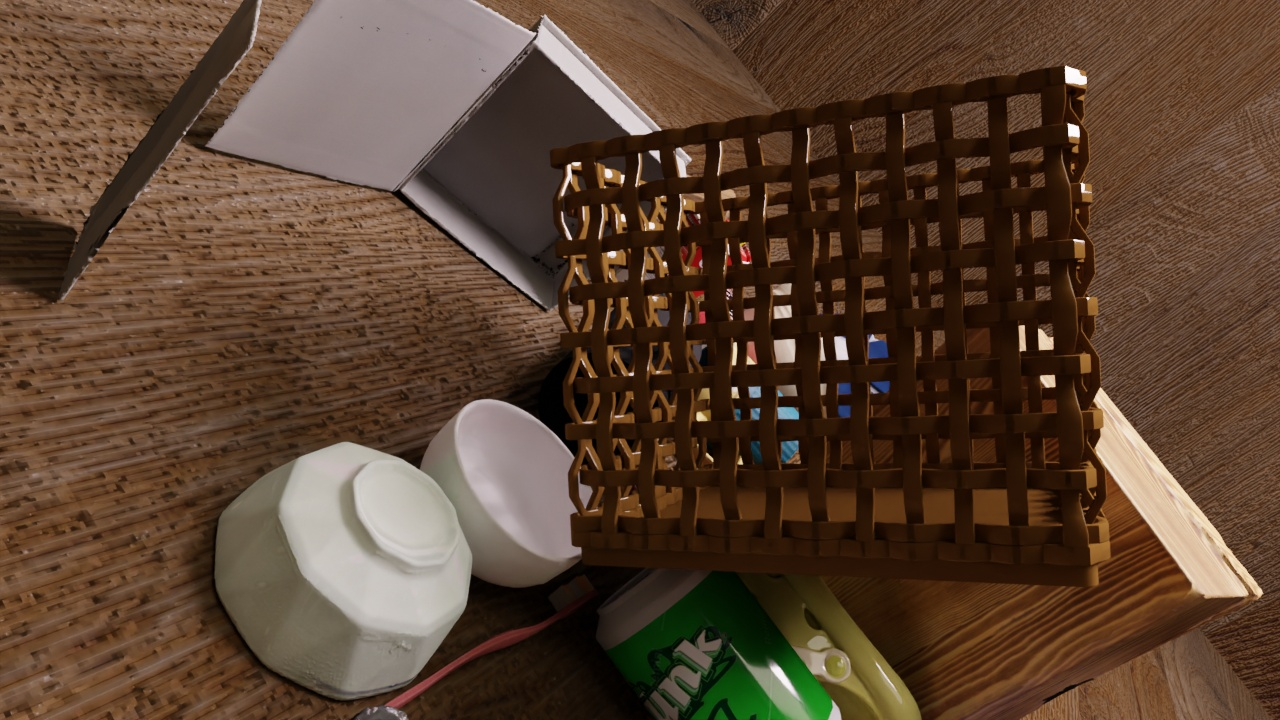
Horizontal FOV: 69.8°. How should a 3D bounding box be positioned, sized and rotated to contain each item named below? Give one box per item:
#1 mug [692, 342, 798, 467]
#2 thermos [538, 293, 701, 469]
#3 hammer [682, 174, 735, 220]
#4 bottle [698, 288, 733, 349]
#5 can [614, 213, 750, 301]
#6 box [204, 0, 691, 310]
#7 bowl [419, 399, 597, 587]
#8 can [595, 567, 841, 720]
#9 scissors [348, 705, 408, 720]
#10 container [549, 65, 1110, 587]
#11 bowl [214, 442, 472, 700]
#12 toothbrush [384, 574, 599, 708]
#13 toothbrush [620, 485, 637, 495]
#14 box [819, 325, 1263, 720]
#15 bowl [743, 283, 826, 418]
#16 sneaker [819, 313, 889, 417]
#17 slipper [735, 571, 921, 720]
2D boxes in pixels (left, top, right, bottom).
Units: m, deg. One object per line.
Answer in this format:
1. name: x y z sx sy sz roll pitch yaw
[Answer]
1. mug: 0.077 0.054 0.801 0.107 0.083 0.113 47 45 -14
2. thermos: -0.004 0.004 0.708 0.086 0.086 0.198 48 23 -4
3. hammer: -0.062 -0.192 0.809 0.305 0.040 0.132 21 35 -3
4. bottle: 0.067 -0.048 0.945 0.062 0.062 0.176 38 26 -26
5. can: 0.034 -0.090 0.878 0.086 0.117 0.086 39 26 -23
6. box: -0.170 -0.191 0.603 0.478 0.167 0.119 25 34 -44
7. bowl: -0.078 0.078 0.508 0.105 0.054 0.104 40 23 -21
8. can: 0.044 0.180 0.526 0.140 0.088 0.087 53 24 7
9. scissors: -0.101 0.199 0.333 0.162 0.013 0.154 7 54 -58
10. container: 0.113 -0.010 0.520 0.219 0.252 0.214 -4 91 -67
11. bowl: -0.121 0.083 0.413 0.117 0.061 0.117 38 25 -22
12. toothbrush: -0.073 0.143 0.469 0.015 0.015 0.184 52 24 14
13. toothbrush: 0.044 0.107 0.727 0.189 0.016 0.016 15 40 -53
14. box: 0.246 0.139 0.697 0.167 0.280 0.244 8 46 -43
15. bowl: 0.139 0.003 0.949 0.151 0.075 0.150 160 -88 -86
16. sneaker: 0.250 0.077 1.033 0.269 0.103 0.133 59 -19 15
17. slipper: 0.103 0.202 0.629 0.081 0.092 0.190 -33 69 -27
